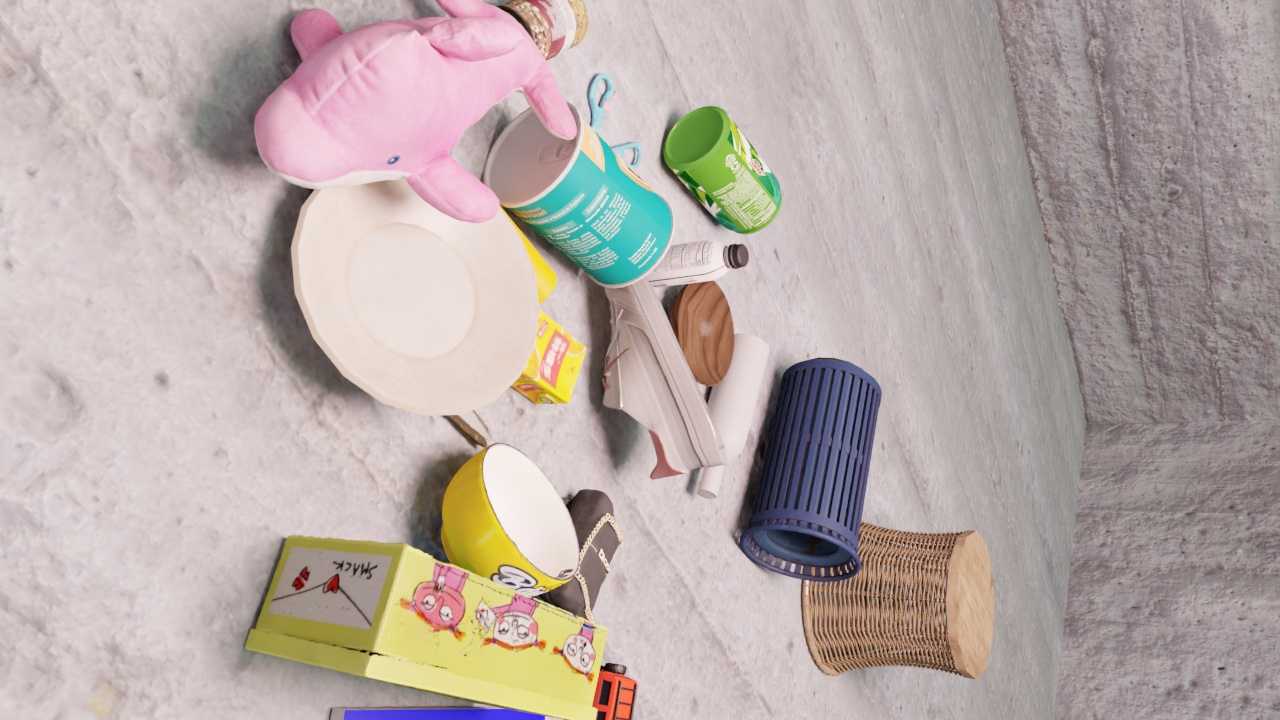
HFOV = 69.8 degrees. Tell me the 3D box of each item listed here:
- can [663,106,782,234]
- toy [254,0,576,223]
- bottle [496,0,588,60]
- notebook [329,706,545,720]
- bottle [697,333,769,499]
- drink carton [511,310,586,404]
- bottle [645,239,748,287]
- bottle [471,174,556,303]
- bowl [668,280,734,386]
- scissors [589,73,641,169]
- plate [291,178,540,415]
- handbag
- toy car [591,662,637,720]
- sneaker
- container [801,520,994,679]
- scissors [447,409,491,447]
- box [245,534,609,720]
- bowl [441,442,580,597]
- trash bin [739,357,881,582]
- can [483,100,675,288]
[{"bbox_3d":[0.095,-0.208,1.023,0.144,0.083,0.083,37,57,-48],"label":"can"},{"bbox_3d":[-0.133,-0.190,0.605,0.186,0.128,0.264,50,40,-5],"label":"toy"},{"bbox_3d":[-0.093,-0.281,0.779,0.105,0.056,0.056,-48,125,-46],"label":"bottle"},{"bbox_3d":[-0.150,0.342,0.664,0.209,0.022,0.171,28,63,-51],"label":"notebook"},{"bbox_3d":[0.098,0.063,1.027,0.052,0.053,0.194,49,49,-41],"label":"bottle"},{"bbox_3d":[-0.104,-0.017,0.750,0.134,0.043,0.058,41,57,-45],"label":"drink carton"},{"bbox_3d":[0.053,-0.099,0.921,0.041,0.116,0.041,9,79,-55],"label":"bottle"},{"bbox_3d":[-0.122,-0.102,0.729,0.143,0.043,0.043,51,47,-40],"label":"bottle"},{"bbox_3d":[0.060,-0.030,0.998,0.119,0.032,0.119,9,79,-55],"label":"bowl"},{"bbox_3d":[-0.035,-0.208,0.902,0.118,0.015,0.139,41,60,-45],"label":"scissors"},{"bbox_3d":[-0.154,-0.052,0.642,0.188,0.027,0.188,15,66,-39],"label":"plate"},{"bbox_3d":[-0.052,0.175,0.807,0.079,0.054,0.128,69,33,-41],"label":"handbag"},{"bbox_3d":[-0.035,0.318,0.808,0.051,0.049,0.100,34,59,-49],"label":"toy car"},{"bbox_3d":[-0.005,0.005,0.862,0.099,0.089,0.236,40,25,-78],"label":"sneaker"},{"bbox_3d":[0.357,0.323,1.250,0.226,0.197,0.226,9,79,-55],"label":"container"},{"bbox_3d":[-0.166,-0.007,0.680,0.188,0.015,0.140,18,70,-54],"label":"scissors"},{"bbox_3d":[-0.131,0.188,0.620,0.221,0.125,0.079,43,53,-47],"label":"box"},{"bbox_3d":[-0.106,0.128,0.691,0.117,0.068,0.117,52,15,-21],"label":"bowl"},{"bbox_3d":[0.215,0.125,1.119,0.139,0.139,0.248,50,46,-41],"label":"trash bin"},{"bbox_3d":[-0.049,-0.139,0.789,0.144,0.099,0.099,36,58,-48],"label":"can"}]
